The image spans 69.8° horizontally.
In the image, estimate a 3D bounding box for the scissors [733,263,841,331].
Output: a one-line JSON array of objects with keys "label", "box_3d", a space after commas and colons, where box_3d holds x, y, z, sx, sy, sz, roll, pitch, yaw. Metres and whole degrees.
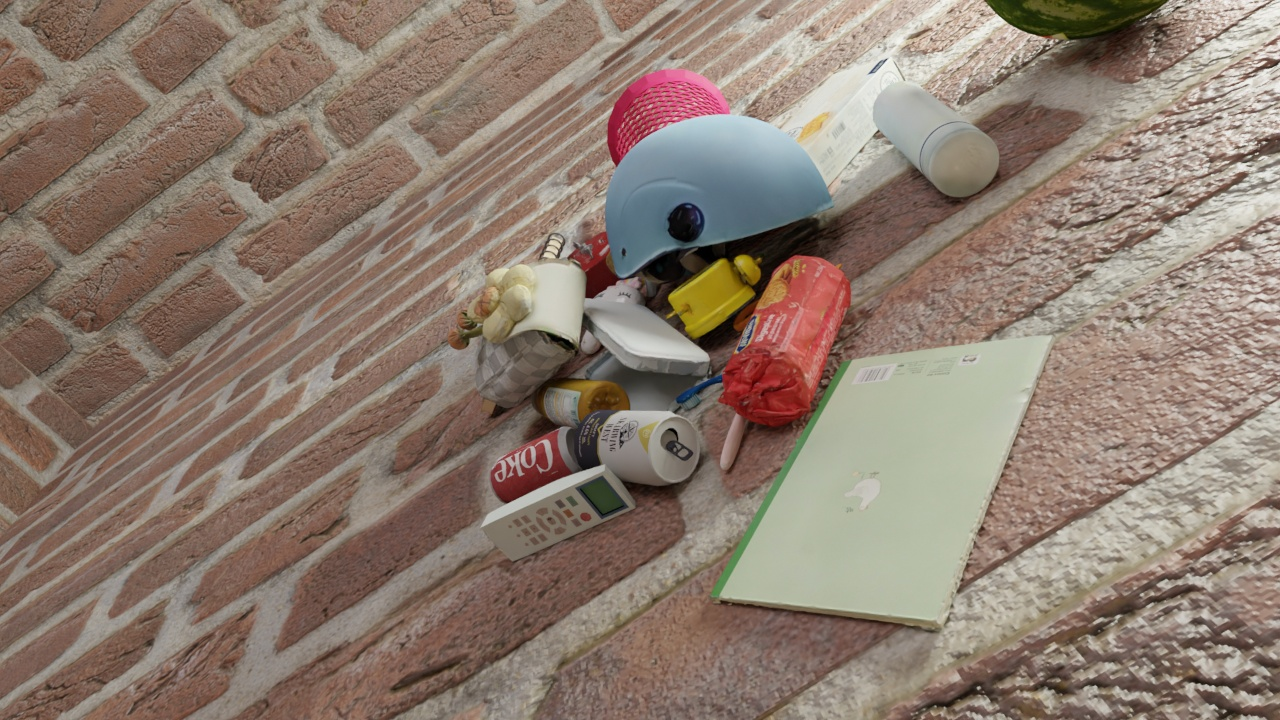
[{"label": "scissors", "box_3d": [0.149, -0.060, 0.921, 0.125, 0.011, 0.129, -33, 26, 12]}]

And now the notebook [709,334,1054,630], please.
[{"label": "notebook", "box_3d": [0.171, 0.076, 0.653, 0.182, 0.010, 0.251, -8, 37, 47]}]

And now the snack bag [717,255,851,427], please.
[{"label": "snack bag", "box_3d": [0.131, -0.020, 0.798, 0.082, 0.082, 0.175, -14, 34, 41]}]

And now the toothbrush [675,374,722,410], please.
[{"label": "toothbrush", "box_3d": [0.094, 0.008, 0.873, 0.135, 0.017, 0.021, -32, 28, 6]}]

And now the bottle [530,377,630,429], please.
[{"label": "bottle", "box_3d": [-0.069, 0.045, 0.963, 0.053, 0.053, 0.186, -45, 17, -17]}]

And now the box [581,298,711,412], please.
[{"label": "box", "box_3d": [-0.003, 0.012, 0.976, 0.107, 0.110, 0.216, 2, 18, -20]}]

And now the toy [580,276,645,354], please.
[{"label": "toy", "box_3d": [-0.030, -0.064, 1.123, 0.076, 0.037, 0.125, -2, 53, 39]}]

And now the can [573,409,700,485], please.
[{"label": "can", "box_3d": [-0.002, 0.076, 0.815, 0.128, 0.064, 0.064, -3, 41, 51]}]

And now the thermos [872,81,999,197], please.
[{"label": "thermos", "box_3d": [0.304, -0.238, 0.965, 0.068, 0.068, 0.229, -30, 26, 15]}]

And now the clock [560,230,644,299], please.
[{"label": "clock", "box_3d": [-0.069, -0.120, 1.232, 0.159, 0.081, 0.116, -20, 29, 33]}]

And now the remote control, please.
[{"label": "remote control", "box_3d": [-0.076, 0.135, 0.828, 0.144, 0.049, 0.024, -27, 27, 21]}]

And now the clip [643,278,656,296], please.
[{"label": "clip", "box_3d": [0.018, -0.127, 1.171, 0.038, 0.101, 0.054, -16, -13, 30]}]

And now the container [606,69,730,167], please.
[{"label": "container", "box_3d": [0.059, -0.271, 1.243, 0.183, 0.183, 0.225, -32, 32, 11]}]

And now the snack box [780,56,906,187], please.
[{"label": "snack box", "box_3d": [0.239, -0.294, 1.162, 0.207, 0.057, 0.104, -48, 26, -24]}]

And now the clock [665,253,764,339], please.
[{"label": "clock", "box_3d": [0.084, -0.072, 0.960, 0.118, 0.057, 0.083, -37, 5, -11]}]

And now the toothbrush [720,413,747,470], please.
[{"label": "toothbrush", "box_3d": [0.095, 0.026, 0.819, 0.018, 0.016, 0.180, -16, 37, 38]}]

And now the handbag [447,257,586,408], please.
[{"label": "handbag", "box_3d": [-0.136, -0.028, 0.980, 0.172, 0.123, 0.112, -42, 35, 45]}]

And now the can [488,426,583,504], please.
[{"label": "can", "box_3d": [-0.099, 0.106, 0.907, 0.097, 0.054, 0.053, -26, 26, 23]}]

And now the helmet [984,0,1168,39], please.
[{"label": "helmet", "box_3d": [0.457, -0.454, 0.937, 0.212, 0.247, 0.244, -34, -25, -44]}]

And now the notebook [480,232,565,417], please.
[{"label": "notebook", "box_3d": [-0.150, -0.054, 1.189, 0.224, 0.024, 0.168, -78, 12, -56]}]

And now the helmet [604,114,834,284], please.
[{"label": "helmet", "box_3d": [0.077, -0.187, 1.027, 0.266, 0.167, 0.224, -6, 15, 34]}]
